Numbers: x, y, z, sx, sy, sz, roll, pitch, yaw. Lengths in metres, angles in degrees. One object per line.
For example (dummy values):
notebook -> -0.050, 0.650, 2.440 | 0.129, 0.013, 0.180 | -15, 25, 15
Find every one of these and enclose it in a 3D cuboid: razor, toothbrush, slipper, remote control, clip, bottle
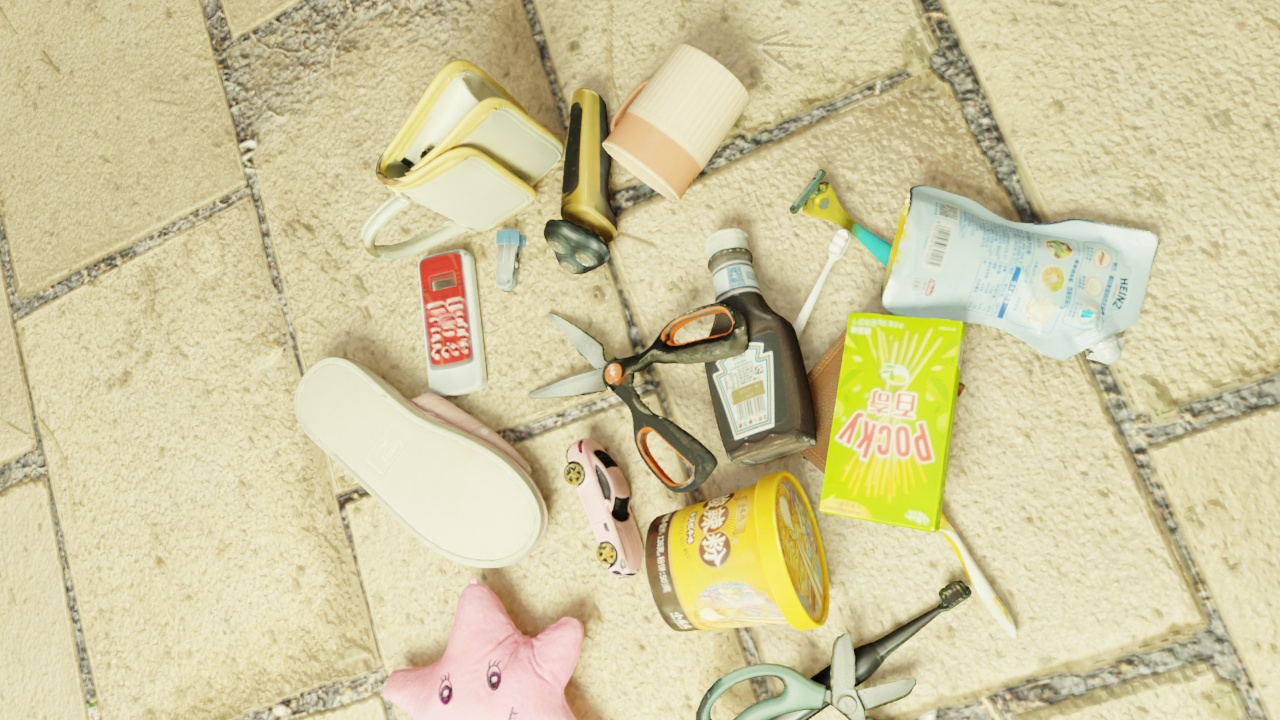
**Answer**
razor -> -0.052, -0.162, 0.814 | 0.062, 0.067, 0.167 | -16, 68, 54
razor -> 0.184, -0.100, 0.750 | 0.132, 0.028, 0.043 | 41, 103, 13
toothbrush -> 0.128, -0.025, 0.752 | 0.016, 0.016, 0.180 | 29, 102, 17
slipper -> -0.198, 0.089, 0.829 | 0.274, 0.054, 0.114 | 31, 93, 15
remote control -> -0.176, -0.035, 0.855 | 0.056, 0.020, 0.136 | -9, 81, 15
toothbrush -> 0.233, 0.131, 0.715 | 0.018, 0.016, 0.191 | -32, 75, 6
clip -> -0.121, -0.092, 0.848 | 0.026, 0.036, 0.058 | 3, 81, 15
bottle -> 0.088, -0.015, 0.747 | 0.080, 0.044, 0.194 | -23, 65, 31
toothbrush -> 0.168, 0.238, 0.717 | 0.213, 0.026, 0.027 | -39, 114, 9

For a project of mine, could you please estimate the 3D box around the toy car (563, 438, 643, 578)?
toy car -> -0.027, 0.122, 0.774 | 0.037, 0.056, 0.122 | -27, 77, 19

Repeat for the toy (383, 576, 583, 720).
toy -> -0.133, 0.274, 0.778 | 0.195, 0.074, 0.178 | -15, 79, 15

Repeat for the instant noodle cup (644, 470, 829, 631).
instant noodle cup -> 0.074, 0.155, 0.713 | 0.115, 0.118, 0.118 | -16, 79, 23

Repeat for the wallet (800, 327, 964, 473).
wallet -> 0.177, 0.038, 0.726 | 0.101, 0.032, 0.124 | 42, 98, 28

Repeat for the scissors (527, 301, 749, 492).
scissors -> -0.005, 0.020, 0.763 | 0.221, 0.021, 0.227 | -33, 63, 25

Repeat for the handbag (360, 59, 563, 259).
handbag -> -0.157, -0.150, 0.789 | 0.063, 0.163, 0.179 | 43, 98, 16

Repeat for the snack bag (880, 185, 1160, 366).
snack bag -> 0.289, -0.066, 0.704 | 0.191, 0.039, 0.110 | 15, 78, 5

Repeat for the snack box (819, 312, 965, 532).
snack box -> 0.189, 0.044, 0.688 | 0.086, 0.026, 0.156 | 7, 83, 26

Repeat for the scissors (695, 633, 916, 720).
scissors -> 0.130, 0.295, 0.704 | 0.170, 0.019, 0.171 | -6, 95, 9

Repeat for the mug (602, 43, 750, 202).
mug -> 0.023, -0.208, 0.792 | 0.106, 0.081, 0.114 | -53, 43, 3
